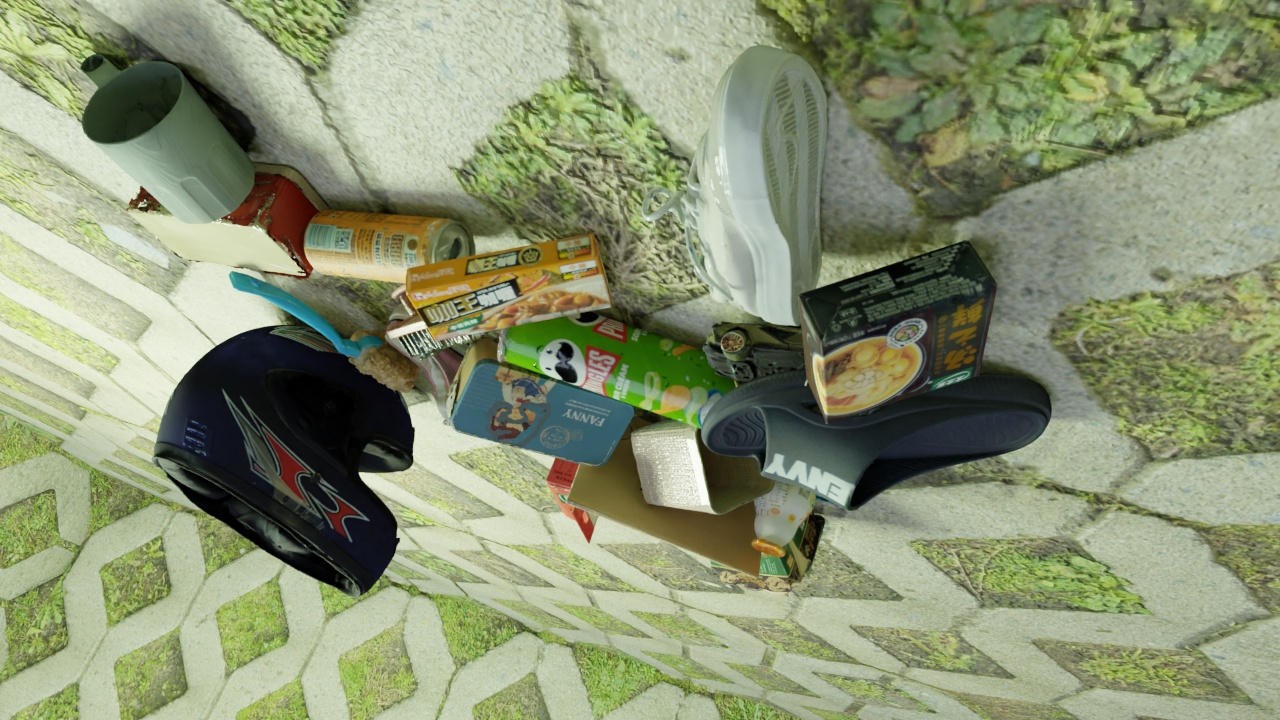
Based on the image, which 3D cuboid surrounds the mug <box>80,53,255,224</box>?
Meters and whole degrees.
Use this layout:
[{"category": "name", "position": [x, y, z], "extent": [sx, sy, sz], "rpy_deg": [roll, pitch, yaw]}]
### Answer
[{"category": "mug", "position": [-0.383, -0.181, 0.738], "extent": [0.124, 0.083, 0.103], "rpy_deg": [39, 166, 28]}]

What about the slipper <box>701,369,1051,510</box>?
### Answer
[{"category": "slipper", "position": [0.179, 0.064, 0.708], "extent": [0.268, 0.083, 0.111], "rpy_deg": [-3, 146, 9]}]

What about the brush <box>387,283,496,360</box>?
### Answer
[{"category": "brush", "position": [-0.180, -0.050, 0.858], "extent": [0.146, 0.063, 0.073], "rpy_deg": [-11, 111, 47]}]

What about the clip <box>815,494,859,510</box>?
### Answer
[{"category": "clip", "position": [0.215, 0.150, 1.007], "extent": [0.056, 0.014, 0.043], "rpy_deg": [15, 155, 9]}]

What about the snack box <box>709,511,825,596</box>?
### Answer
[{"category": "snack box", "position": [0.135, 0.188, 1.050], "extent": [0.118, 0.117, 0.106], "rpy_deg": [4, 138, 28]}]

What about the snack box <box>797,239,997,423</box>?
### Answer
[{"category": "snack box", "position": [0.168, -0.013, 0.614], "extent": [0.113, 0.053, 0.126], "rpy_deg": [-18, 143, 2]}]

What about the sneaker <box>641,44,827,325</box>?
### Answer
[{"category": "sneaker", "position": [0.056, -0.100, 0.547], "extent": [0.091, 0.089, 0.242], "rpy_deg": [17, 162, 18]}]

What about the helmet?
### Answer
[{"category": "helmet", "position": [-0.389, 0.099, 1.089], "extent": [0.315, 0.239, 0.248], "rpy_deg": [41, 150, -15]}]

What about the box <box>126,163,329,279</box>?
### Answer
[{"category": "box", "position": [-0.370, -0.124, 0.825], "extent": [0.168, 0.080, 0.091], "rpy_deg": [9, 154, 22]}]

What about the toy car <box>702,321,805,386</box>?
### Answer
[{"category": "toy car", "position": [0.128, -0.001, 0.731], "extent": [0.158, 0.042, 0.070], "rpy_deg": [5, 151, 19]}]

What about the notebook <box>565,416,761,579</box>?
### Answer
[{"category": "notebook", "position": [0.037, 0.133, 0.964], "extent": [0.207, 0.147, 0.008], "rpy_deg": [23, 131, -3]}]

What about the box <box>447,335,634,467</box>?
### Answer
[{"category": "box", "position": [-0.093, 0.043, 0.905], "extent": [0.184, 0.059, 0.090], "rpy_deg": [16, 118, -21]}]

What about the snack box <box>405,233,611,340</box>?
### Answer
[{"category": "snack box", "position": [-0.104, -0.058, 0.741], "extent": [0.154, 0.026, 0.075], "rpy_deg": [-10, 150, 3]}]

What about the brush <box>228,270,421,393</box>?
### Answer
[{"category": "brush", "position": [-0.315, -0.030, 0.945], "extent": [0.083, 0.046, 0.254], "rpy_deg": [53, -173, 35]}]

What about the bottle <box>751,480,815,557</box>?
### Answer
[{"category": "bottle", "position": [0.145, 0.144, 0.935], "extent": [0.063, 0.108, 0.063], "rpy_deg": [18, 156, 8]}]

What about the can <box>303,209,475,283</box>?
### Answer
[{"category": "can", "position": [-0.216, -0.097, 0.786], "extent": [0.146, 0.058, 0.058], "rpy_deg": [8, 153, 26]}]

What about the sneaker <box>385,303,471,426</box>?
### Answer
[{"category": "sneaker", "position": [-0.184, 0.035, 0.994], "extent": [0.118, 0.087, 0.241], "rpy_deg": [-6, 143, 44]}]

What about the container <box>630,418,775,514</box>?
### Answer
[{"category": "container", "position": [0.057, 0.096, 0.906], "extent": [0.090, 0.090, 0.111], "rpy_deg": [-16, -174, -38]}]

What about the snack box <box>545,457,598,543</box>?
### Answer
[{"category": "snack box", "position": [-0.065, 0.129, 1.046], "extent": [0.044, 0.126, 0.113], "rpy_deg": [14, 154, 15]}]

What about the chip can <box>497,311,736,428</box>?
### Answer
[{"category": "chip can", "position": [-0.005, 0.005, 0.815], "extent": [0.236, 0.072, 0.072], "rpy_deg": [19, 155, 2]}]
